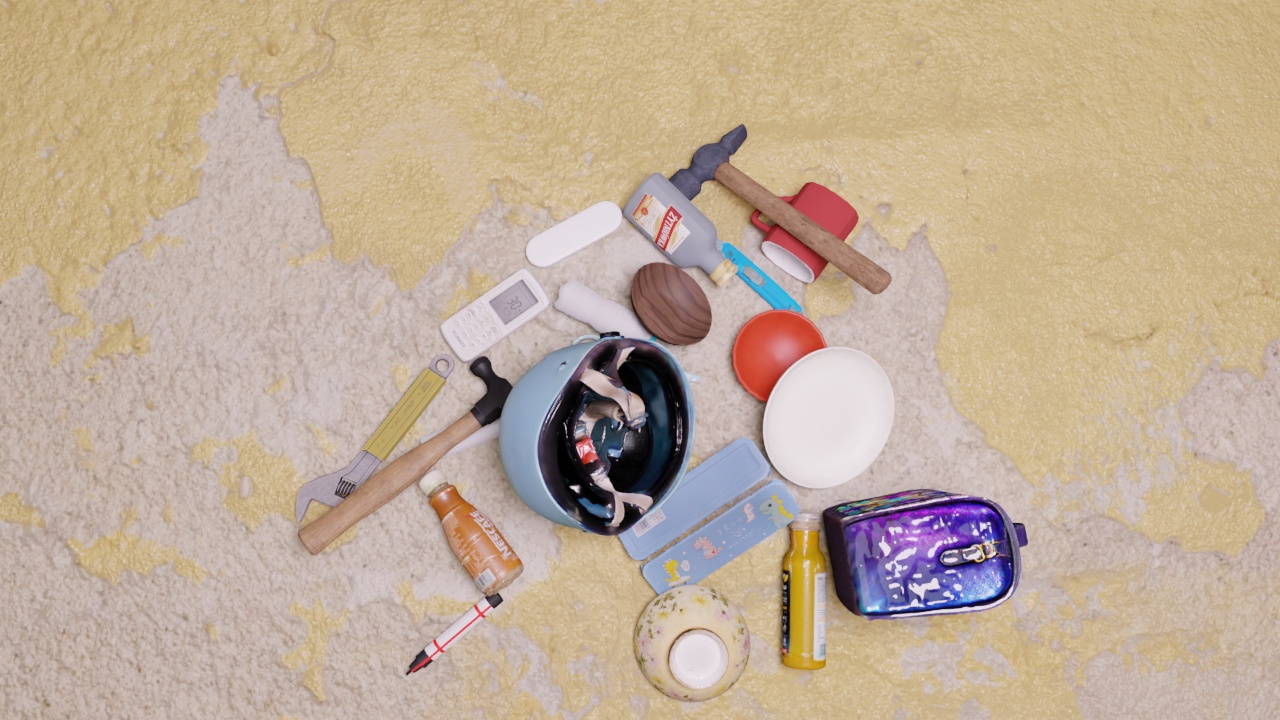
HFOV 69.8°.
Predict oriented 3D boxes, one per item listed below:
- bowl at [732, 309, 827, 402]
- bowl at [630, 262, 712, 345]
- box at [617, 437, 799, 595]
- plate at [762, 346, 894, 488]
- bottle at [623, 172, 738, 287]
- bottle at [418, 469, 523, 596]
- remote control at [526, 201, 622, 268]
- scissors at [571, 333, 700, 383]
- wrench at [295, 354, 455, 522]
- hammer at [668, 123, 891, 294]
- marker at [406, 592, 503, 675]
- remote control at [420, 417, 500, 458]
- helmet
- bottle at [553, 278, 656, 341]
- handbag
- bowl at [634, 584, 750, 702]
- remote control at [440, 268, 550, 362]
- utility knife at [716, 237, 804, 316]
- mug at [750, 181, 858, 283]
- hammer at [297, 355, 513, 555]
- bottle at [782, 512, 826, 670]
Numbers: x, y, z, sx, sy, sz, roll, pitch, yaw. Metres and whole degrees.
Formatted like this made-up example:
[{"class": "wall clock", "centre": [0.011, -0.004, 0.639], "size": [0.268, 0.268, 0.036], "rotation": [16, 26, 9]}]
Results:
[{"class": "bowl", "centre": [0.176, -0.002, 1.173], "size": [0.122, 0.035, 0.122], "rotation": [0, 83, -2]}, {"class": "bowl", "centre": [0.032, -0.065, 1.160], "size": [0.119, 0.032, 0.119], "rotation": [17, 55, -26]}, {"class": "box", "centre": [0.081, 0.196, 1.126], "size": [0.209, 0.039, 0.126], "rotation": [-35, 84, 6]}, {"class": "plate", "centre": [0.229, 0.069, 1.144], "size": [0.182, 0.034, 0.182], "rotation": [-5, 105, -18]}, {"class": "bottle", "centre": [0.056, -0.160, 1.171], "size": [0.161, 0.072, 0.046], "rotation": [44, 40, 3]}, {"class": "bottle", "centre": [-0.212, 0.206, 1.121], "size": [0.059, 0.059, 0.167], "rotation": [-38, 78, -6]}, {"class": "remote control", "centre": [-0.086, -0.164, 1.193], "size": [0.136, 0.013, 0.043], "rotation": [-29, 85, -6]}, {"class": "scissors", "centre": [-0.007, 0.009, 1.177], "size": [0.174, 0.033, 0.065], "rotation": [9, 79, 2]}, {"class": "wrench", "centre": [-0.326, 0.100, 1.148], "size": [0.083, 0.018, 0.273], "rotation": [36, 83, 2]}, {"class": "hammer", "centre": [0.179, -0.178, 1.124], "size": [0.129, 0.040, 0.322], "rotation": [-43, 58, -5]}, {"class": "marker", "centre": [-0.230, 0.335, 1.123], "size": [0.145, 0.019, 0.019], "rotation": [-40, 86, -6]}, {"class": "remote control", "centre": [-0.212, 0.090, 1.157], "size": [0.131, 0.012, 0.033], "rotation": [-20, 84, -5]}, {"class": "helmet", "centre": [-0.054, 0.078, 1.072], "size": [0.264, 0.167, 0.225], "rotation": [-14, 104, -45]}, {"class": "bottle", "centre": [-0.042, -0.055, 1.166], "size": [0.136, 0.044, 0.044], "rotation": [29, 82, 1]}, {"class": "handbag", "centre": [0.337, 0.218, 1.075], "size": [0.222, 0.205, 0.125], "rotation": [-9, 84, 3]}, {"class": "bowl", "centre": [0.067, 0.349, 1.104], "size": [0.145, 0.063, 0.145], "rotation": [0, 91, -5]}, {"class": "remote control", "centre": [-0.184, -0.057, 1.169], "size": [0.138, 0.025, 0.060], "rotation": [-35, 86, -6]}, {"class": "utility knife", "centre": [0.140, -0.114, 1.197], "size": [0.198, 0.015, 0.031], "rotation": [41, 80, 4]}, {"class": "mug", "centre": [0.203, -0.172, 1.175], "size": [0.116, 0.080, 0.096], "rotation": [36, 83, 9]}, {"class": "hammer", "centre": [-0.273, 0.131, 1.109], "size": [0.305, 0.040, 0.132], "rotation": [-37, 67, -11]}, {"class": "bottle", "centre": [0.202, 0.281, 1.131], "size": [0.053, 0.053, 0.186], "rotation": [2, 83, -2]}]
